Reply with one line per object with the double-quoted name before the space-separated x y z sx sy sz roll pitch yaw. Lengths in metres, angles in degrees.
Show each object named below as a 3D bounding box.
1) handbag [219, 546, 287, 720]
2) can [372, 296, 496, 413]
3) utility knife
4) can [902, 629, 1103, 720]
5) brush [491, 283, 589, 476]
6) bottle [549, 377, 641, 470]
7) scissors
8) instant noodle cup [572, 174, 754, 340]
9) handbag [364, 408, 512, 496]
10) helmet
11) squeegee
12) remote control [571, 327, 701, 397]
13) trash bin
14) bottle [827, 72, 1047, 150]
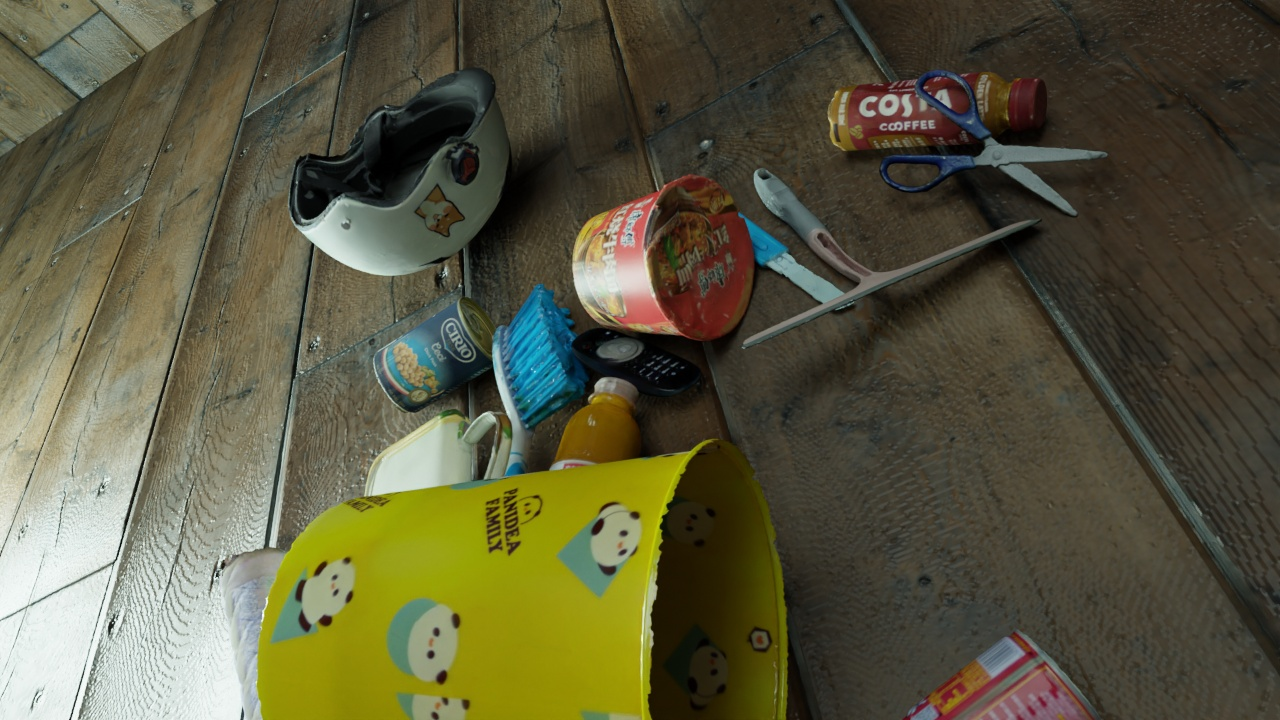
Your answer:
"handbag" -0.254 0.240 0.713 0.075 0.134 0.194 -43 44 -2
"can" -0.202 -0.004 0.919 0.111 0.075 0.075 -30 44 11
"utility knife" 0.110 -0.101 0.822 0.034 0.018 0.238 -42 44 -3
"can" 0.186 0.197 0.485 0.094 0.066 0.066 -39 43 2
"brush" -0.093 0.055 0.801 0.109 0.060 0.314 -36 38 14
"bottle" -0.041 0.101 0.724 0.068 0.068 0.189 -6 53 32
"scissors" 0.266 -0.163 0.726 0.165 0.012 0.162 -30 73 31
"instant noodle cup" 0.017 -0.082 0.796 0.109 0.138 0.137 -3 54 44
"handbag" -0.163 0.123 0.773 0.179 0.063 0.163 -35 42 30
"helmet" -0.255 -0.197 1.058 0.273 0.157 0.230 -40 40 -16
"squeegee" 0.154 -0.106 0.779 0.247 0.040 0.249 -23 37 -6
"remote control" -0.005 0.005 0.801 0.136 0.024 0.053 24 46 39
"trash bin" -0.065 0.168 0.546 0.256 0.230 0.229 -5 53 23
"bottle" 0.250 -0.212 0.783 0.175 0.057 0.057 6 60 39
